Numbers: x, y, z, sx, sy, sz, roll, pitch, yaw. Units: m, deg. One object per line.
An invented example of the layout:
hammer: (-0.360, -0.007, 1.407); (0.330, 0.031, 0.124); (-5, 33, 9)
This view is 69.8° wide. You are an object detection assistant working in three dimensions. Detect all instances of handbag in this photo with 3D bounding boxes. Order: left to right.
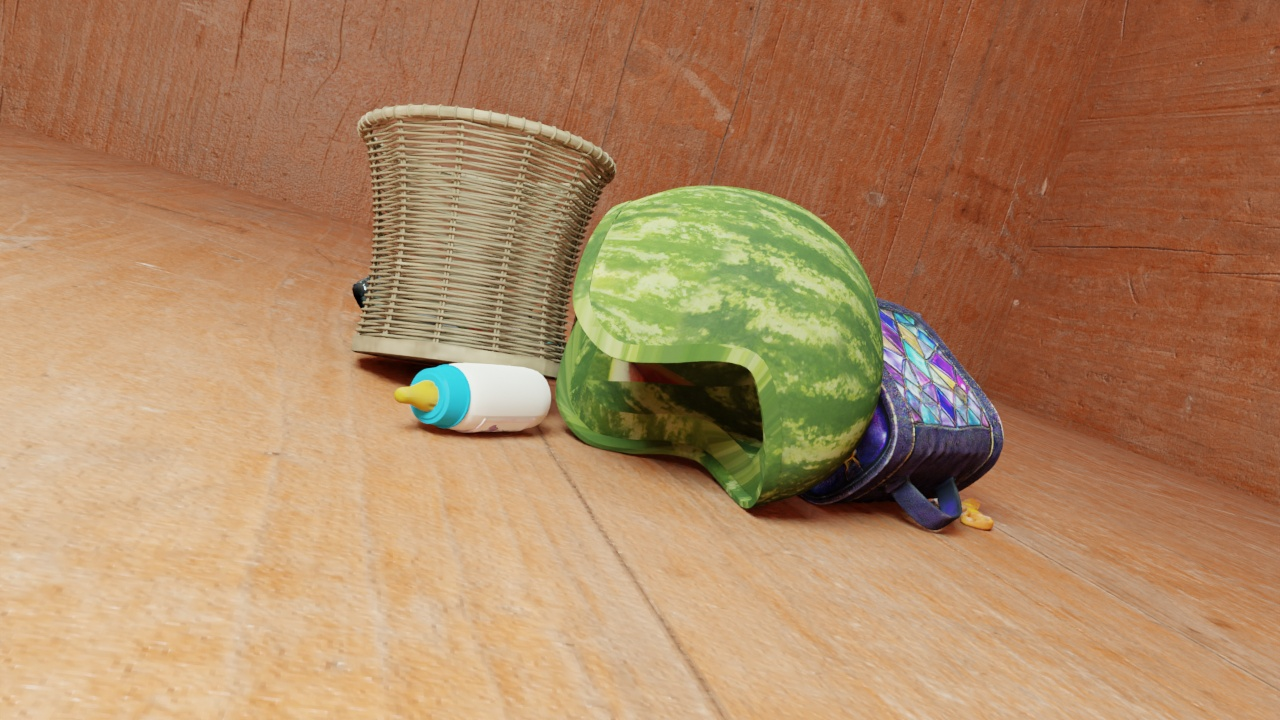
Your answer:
handbag: (0.224, 0.055, 0.855); (0.204, 0.126, 0.222); (6, 49, -45)

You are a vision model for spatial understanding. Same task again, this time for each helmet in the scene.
helmet: (0.071, -0.019, 0.725); (0.247, 0.242, 0.214); (24, -30, 3)

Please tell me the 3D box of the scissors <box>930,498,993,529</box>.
scissors: (0.334, 0.153, 0.946); (0.064, 0.013, 0.127); (20, 8, 24)

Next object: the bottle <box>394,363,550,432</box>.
bottle: (-0.125, 0.027, 0.674); (0.051, 0.051, 0.146); (21, 8, 31)

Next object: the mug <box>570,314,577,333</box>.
mug: (-0.038, -0.028, 1.103); (0.080, 0.107, 0.115); (19, 7, 22)

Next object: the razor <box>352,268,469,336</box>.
razor: (-0.237, -0.050, 0.990); (0.151, 0.067, 0.054); (24, 9, -10)

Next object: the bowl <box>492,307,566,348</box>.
bowl: (-0.144, -0.044, 1.187); (0.118, 0.030, 0.118); (25, -5, 2)

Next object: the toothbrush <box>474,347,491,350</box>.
toothbrush: (-0.139, 0.002, 0.949); (0.196, 0.030, 0.031); (15, -10, -31)

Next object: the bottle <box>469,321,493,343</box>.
bottle: (-0.182, -0.031, 1.080); (0.036, 0.036, 0.119); (17, 6, 3)

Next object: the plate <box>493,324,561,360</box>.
plate: (-0.127, -0.013, 1.036); (0.104, 0.026, 0.104); (32, -5, 3)

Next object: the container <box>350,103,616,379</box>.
container: (-0.146, -0.092, 0.814); (0.227, 0.196, 0.227); (7, -3, 0)

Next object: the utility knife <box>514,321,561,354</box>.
utility knife: (-0.107, -0.019, 1.075); (0.022, 0.015, 0.181); (24, -5, 19)
